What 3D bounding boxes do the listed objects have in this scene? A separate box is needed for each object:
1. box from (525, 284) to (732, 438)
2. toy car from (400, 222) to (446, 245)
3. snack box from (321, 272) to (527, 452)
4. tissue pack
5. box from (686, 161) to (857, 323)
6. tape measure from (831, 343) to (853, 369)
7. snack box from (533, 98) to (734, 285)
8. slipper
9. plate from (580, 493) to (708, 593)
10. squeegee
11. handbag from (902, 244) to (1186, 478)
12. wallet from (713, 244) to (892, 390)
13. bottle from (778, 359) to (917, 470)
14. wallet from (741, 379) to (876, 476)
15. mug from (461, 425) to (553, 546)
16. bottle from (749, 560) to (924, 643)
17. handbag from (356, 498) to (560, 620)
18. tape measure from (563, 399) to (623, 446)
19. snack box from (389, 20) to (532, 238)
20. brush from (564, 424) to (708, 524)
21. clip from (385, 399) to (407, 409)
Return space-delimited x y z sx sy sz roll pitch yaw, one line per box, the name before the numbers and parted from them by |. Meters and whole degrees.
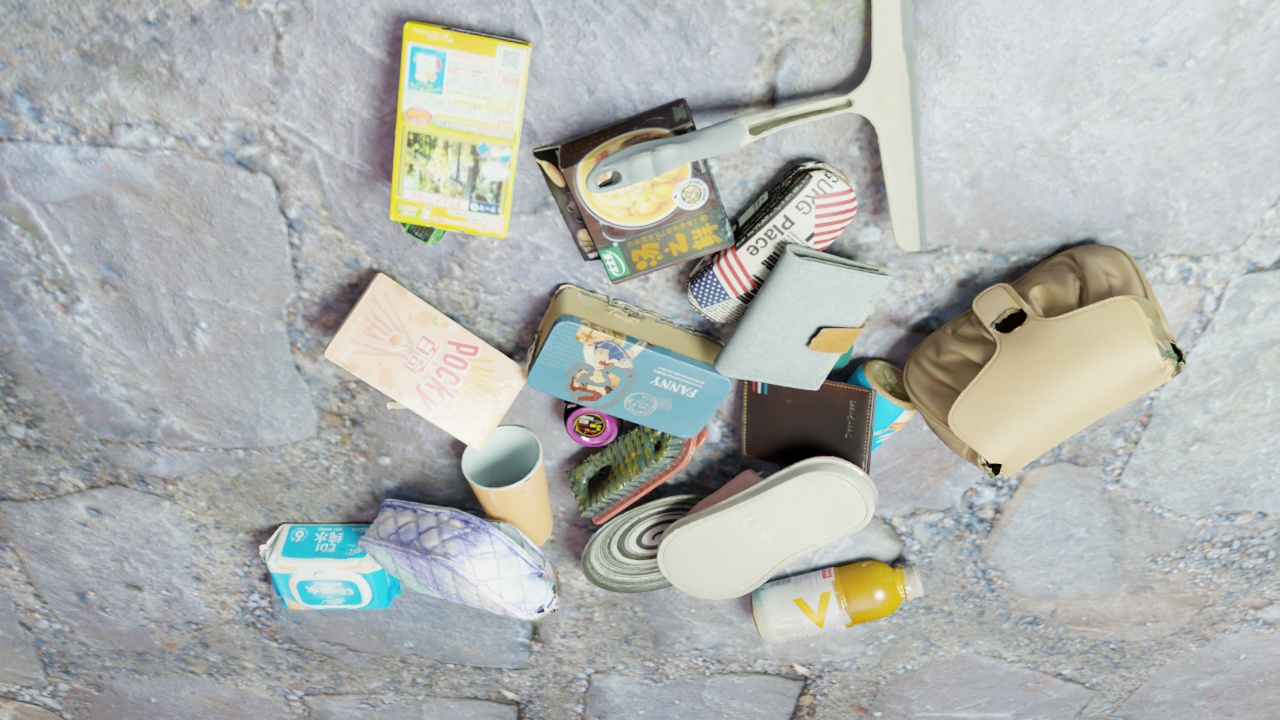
box | -0.005 0.005 0.812 0.184 0.059 0.090 19 129 -14
toy car | -0.154 -0.130 0.710 0.043 0.036 0.091 26 122 -19
snack box | -0.181 0.003 0.787 0.157 0.026 0.084 35 79 -19
tissue pack | -0.335 0.228 1.000 0.140 0.063 0.090 1 131 -1
box | 0.103 -0.095 0.742 0.071 0.057 0.165 41 119 -13
tape measure | 0.161 -0.014 0.818 0.058 0.025 0.055 2 132 -3
snack box | -0.004 -0.125 0.709 0.126 0.053 0.113 -19 129 9
slipper | 0.116 0.158 0.887 0.114 0.054 0.275 40 133 -9
plate | 0.022 0.190 0.977 0.179 0.024 0.180 -10 138 -9
squeegee | 0.076 -0.160 0.646 0.246 0.039 0.247 -18 119 -7
handbag | 0.319 -0.004 0.744 0.205 0.147 0.100 -37 125 16
wallet | 0.135 -0.029 0.752 0.106 0.037 0.130 10 131 -23
bottle | 0.180 0.093 0.885 0.065 0.065 0.219 20 128 -17
wallet | 0.151 0.058 0.835 0.122 0.020 0.096 12 117 28
mug | -0.126 0.133 0.915 0.078 0.078 0.123 -4 136 3
bottle | 0.221 0.268 1.034 0.190 0.067 0.068 -18 129 14
handbag | -0.182 0.196 0.916 0.194 0.075 0.134 0 140 44
tape measure | -0.044 0.050 0.864 0.057 0.039 0.058 -2 126 2
snack box | -0.130 -0.163 0.658 0.087 0.033 0.141 8 111 -7
brush | -0.001 0.100 0.898 0.146 0.063 0.069 -37 152 26
clip | -0.188 0.018 0.818 0.103 0.092 0.035 6 130 9
